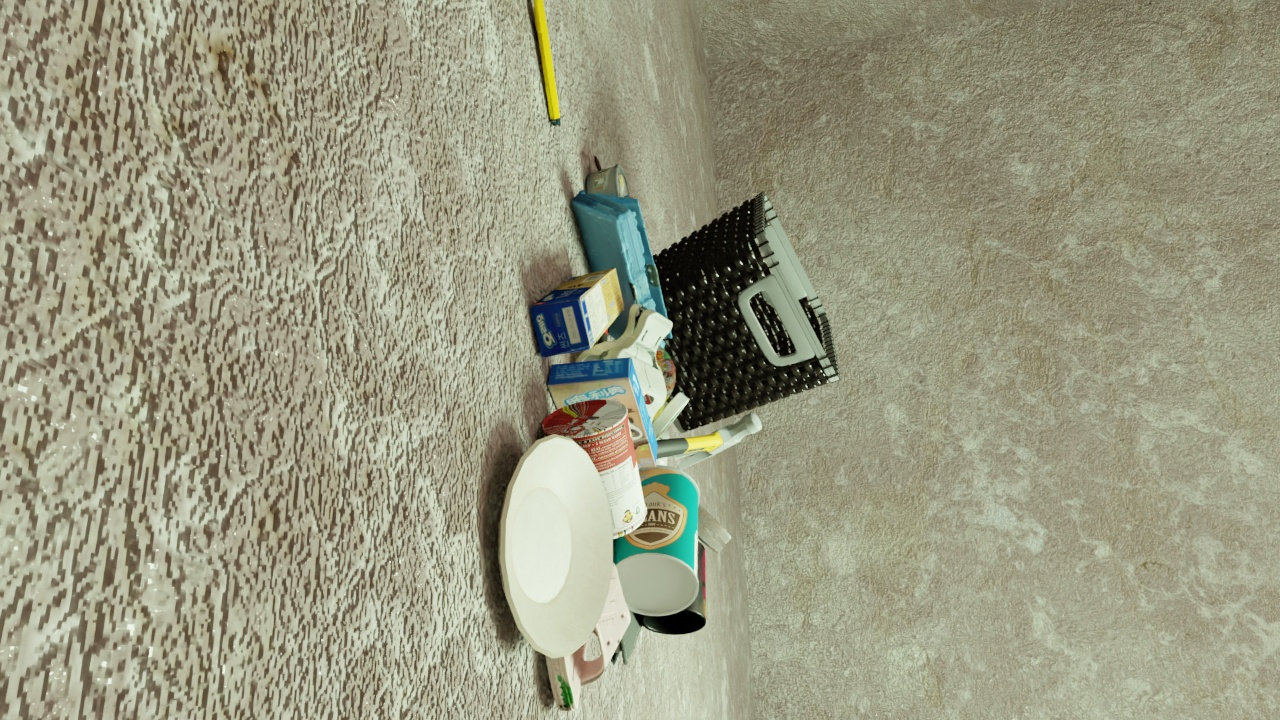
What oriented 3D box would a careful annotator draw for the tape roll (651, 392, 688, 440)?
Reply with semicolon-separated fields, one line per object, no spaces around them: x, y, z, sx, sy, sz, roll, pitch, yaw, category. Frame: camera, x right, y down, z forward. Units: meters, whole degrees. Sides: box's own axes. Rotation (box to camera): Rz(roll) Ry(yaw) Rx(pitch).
0.030;0.084;1.239;0.093;0.018;0.094;-49;174;-7;tape roll

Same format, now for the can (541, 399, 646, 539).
-0.046;0.109;0.919;0.086;0.087;0.116;-70;152;-67;can

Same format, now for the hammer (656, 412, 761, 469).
0.054;0.114;1.228;0.323;0.127;0.029;3;57;-63;hammer

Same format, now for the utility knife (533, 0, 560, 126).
-0.110;-0.374;1.035;0.030;0.019;0.217;-85;171;-70;utility knife

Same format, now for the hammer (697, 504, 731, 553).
0.052;0.208;1.316;0.138;0.035;0.314;42;-7;2;hammer

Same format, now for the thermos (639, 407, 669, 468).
0.020;0.083;1.397;0.223;0.052;0.052;-84;165;-49;thermos

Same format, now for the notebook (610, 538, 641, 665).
-0.019;0.263;1.152;0.208;0.029;0.169;-41;122;-74;notebook

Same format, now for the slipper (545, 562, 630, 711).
-0.046;0.235;0.913;0.238;0.064;0.094;-80;161;-61;slipper

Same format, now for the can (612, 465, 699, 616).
0.019;0.206;1.065;0.143;0.099;0.099;-84;164;-55;can

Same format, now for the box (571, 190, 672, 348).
-0.019;-0.113;1.181;0.054;0.093;0.232;-39;136;-24;box

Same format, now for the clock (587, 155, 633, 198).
-0.038;-0.201;1.234;0.104;0.056;0.147;72;13;-48;clock

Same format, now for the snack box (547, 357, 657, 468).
-0.038;0.061;0.990;0.151;0.087;0.034;74;15;-46;snack box

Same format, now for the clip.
-0.023;0.005;1.087;0.126;0.099;0.152;28;69;-59;clip

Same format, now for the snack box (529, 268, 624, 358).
-0.066;-0.056;0.998;0.206;0.057;0.056;-57;137;-74;snack box

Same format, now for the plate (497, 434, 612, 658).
-0.078;0.160;0.801;0.188;0.027;0.188;28;59;-61;plate

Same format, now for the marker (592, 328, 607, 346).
-0.052;-0.004;1.139;0.023;0.021;0.144;81;7;-61;marker

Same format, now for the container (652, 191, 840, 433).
0.128;-0.067;1.375;0.247;0.244;0.245;59;18;-18;container

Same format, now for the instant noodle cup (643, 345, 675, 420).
-0.003;0.036;1.214;0.112;0.100;0.100;78;9;-73;instant noodle cup

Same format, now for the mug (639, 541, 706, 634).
0.045;0.273;1.147;0.118;0.082;0.098;105;-10;-51;mug
